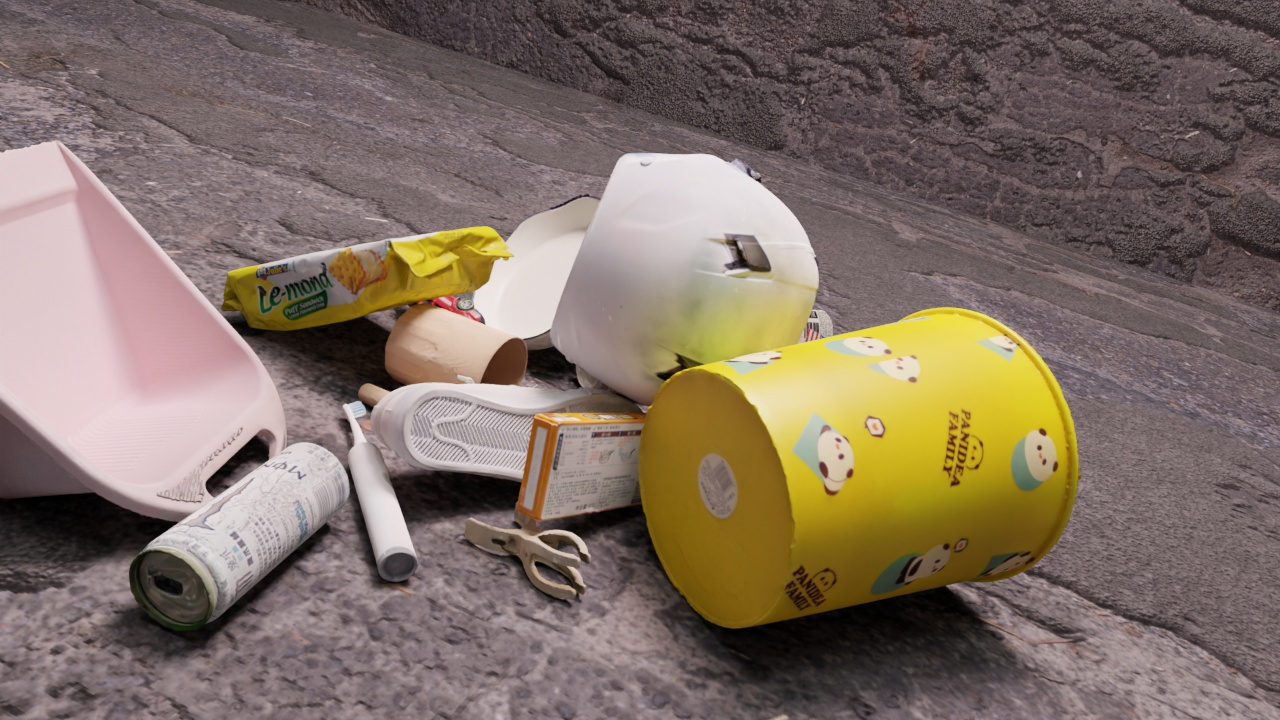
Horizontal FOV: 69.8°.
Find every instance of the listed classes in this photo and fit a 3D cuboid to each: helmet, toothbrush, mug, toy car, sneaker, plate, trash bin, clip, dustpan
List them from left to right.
[{"bbox_3d":[-0.358,-0.021,0.625,0.139,0.274,0.222,-8,24,10],"label":"dustpan"},{"bbox_3d":[-0.204,0.088,0.696,0.026,0.027,0.221,-18,33,-17],"label":"toothbrush"},{"bbox_3d":[-0.214,-0.053,0.977,0.120,0.053,0.045,34,54,29],"label":"toy car"},{"bbox_3d":[-0.179,0.013,0.833,0.103,0.084,0.124,22,50,18],"label":"mug"},{"bbox_3d":[-0.106,0.061,0.760,0.241,0.089,0.091,8,-4,-39],"label":"sneaker"},{"bbox_3d":[-0.073,0.135,0.667,0.099,0.034,0.066,23,24,39],"label":"clip"},{"bbox_3d":[-0.094,-0.093,1.012,0.045,0.205,0.205,52,-5,-40],"label":"plate"},{"bbox_3d":[0.064,-0.051,0.784,0.258,0.229,0.146,13,19,-47],"label":"helmet"},{"bbox_3d":[0.153,0.082,0.701,0.254,0.230,0.229,-6,31,-31],"label":"trash bin"}]

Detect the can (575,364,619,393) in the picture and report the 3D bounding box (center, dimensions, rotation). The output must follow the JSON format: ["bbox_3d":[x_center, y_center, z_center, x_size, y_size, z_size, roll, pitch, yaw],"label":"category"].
[{"bbox_3d":[-0.006,0.006,0.967,0.116,0.059,0.058,-1,28,-33],"label":"can"}]

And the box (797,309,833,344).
[{"bbox_3d":[0.173,-0.032,1.133,0.162,0.088,0.076,1,42,-34],"label":"box"}]

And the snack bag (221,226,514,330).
[{"bbox_3d":[-0.261,-0.080,0.888,0.247,0.068,0.157,-6,10,29],"label":"snack bag"}]

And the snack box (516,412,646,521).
[{"bbox_3d":[-0.031,0.080,0.720,0.026,0.075,0.153,16,8,35],"label":"snack box"}]

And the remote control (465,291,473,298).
[{"bbox_3d":[-0.152,-0.088,1.138,0.058,0.021,0.149,23,25,18],"label":"remote control"}]

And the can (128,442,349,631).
[{"bbox_3d":[-0.247,0.106,0.582,0.058,0.058,0.146,19,23,8],"label":"can"}]
